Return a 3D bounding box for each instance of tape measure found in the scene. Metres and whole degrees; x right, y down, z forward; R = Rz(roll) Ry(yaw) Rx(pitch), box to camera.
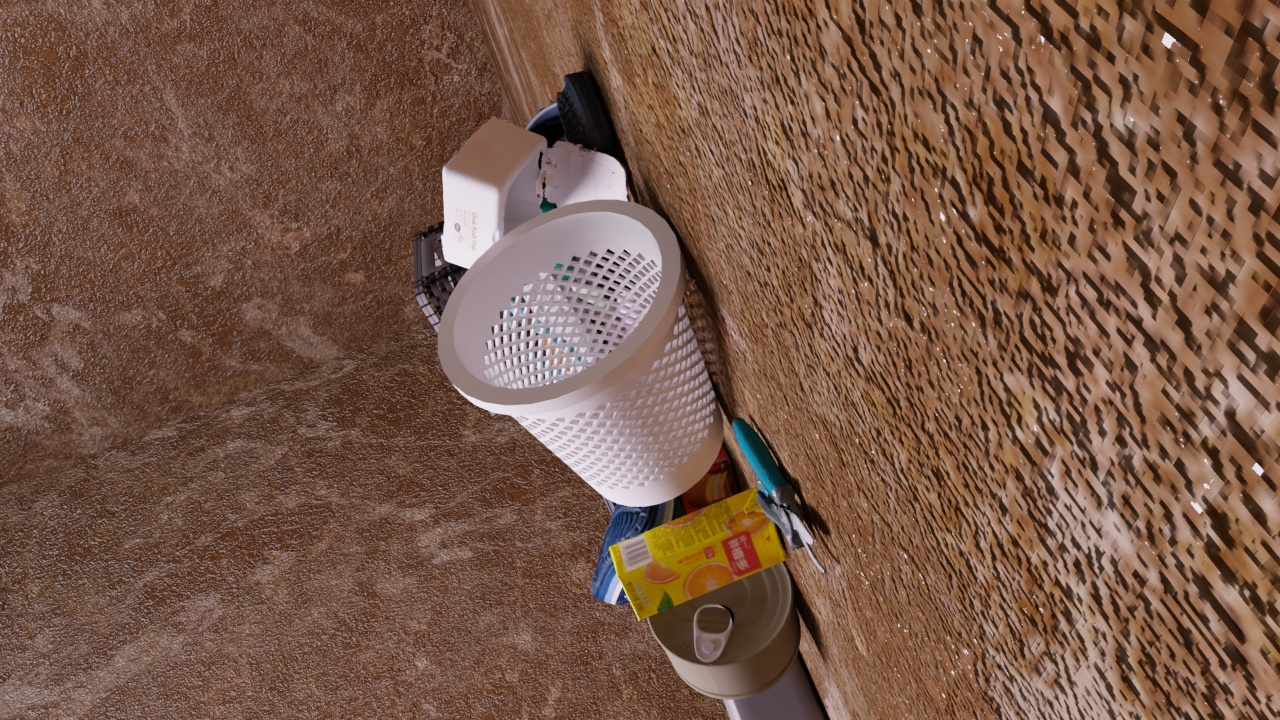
[{"bbox_3d":[-0.020,-0.092,0.795,0.042,0.072,0.072,59,143,40],"label":"tape measure"}]

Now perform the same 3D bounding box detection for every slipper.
[{"bbox_3d":[-0.077,-0.202,0.886,0.264,0.082,0.101,143,105,-85],"label":"slipper"},{"bbox_3d":[0.009,0.188,0.938,0.253,0.095,0.104,114,175,-60],"label":"slipper"},{"bbox_3d":[-0.070,-0.007,0.888,0.269,0.054,0.098,56,155,-2],"label":"slipper"}]

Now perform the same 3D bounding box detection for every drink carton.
[{"bbox_3d":[0.048,0.159,0.761,0.043,0.134,0.058,-112,0,-59],"label":"drink carton"}]

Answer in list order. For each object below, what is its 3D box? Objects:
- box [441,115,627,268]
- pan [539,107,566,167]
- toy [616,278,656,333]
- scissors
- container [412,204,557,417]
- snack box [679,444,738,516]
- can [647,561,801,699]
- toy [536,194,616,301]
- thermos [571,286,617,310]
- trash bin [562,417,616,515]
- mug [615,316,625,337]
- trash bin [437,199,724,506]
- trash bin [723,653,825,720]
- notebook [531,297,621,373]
[{"bbox_3d":[-0.081,-0.133,0.788,0.109,0.137,0.128,104,-168,-47],"label":"box"},{"bbox_3d":[-0.085,-0.240,1.225,0.356,0.021,0.199,-121,10,-71],"label":"pan"},{"bbox_3d":[-0.001,-0.066,0.871,0.063,0.047,0.110,153,106,-84],"label":"toy"},{"bbox_3d":[0.093,0.093,0.629,0.124,0.019,0.156,73,175,-59],"label":"scissors"},{"bbox_3d":[-0.180,-0.108,1.419,0.247,0.243,0.246,-113,-4,-57],"label":"container"},{"bbox_3d":[0.067,0.146,0.981,0.113,0.060,0.237,-115,5,-45],"label":"snack box"},{"bbox_3d":[0.075,0.225,0.811,0.073,0.128,0.127,69,177,-45],"label":"can"},{"bbox_3d":[-0.072,-0.111,0.931,0.193,0.131,0.072,72,-149,-71],"label":"toy"},{"bbox_3d":[-0.033,-0.053,1.152,0.082,0.082,0.231,74,174,-60],"label":"thermos"},{"bbox_3d":[-0.014,0.114,1.255,0.164,0.164,0.227,-139,24,-82],"label":"trash bin"},{"bbox_3d":[-0.006,0.006,1.022,0.090,0.105,0.073,125,166,-52],"label":"mug"},{"bbox_3d":[-0.026,0.011,0.740,0.200,0.195,0.195,58,-175,-46],"label":"trash bin"},{"bbox_3d":[0.156,0.415,0.999,0.192,0.097,0.219,78,171,-70],"label":"trash bin"},{"bbox_3d":[-0.043,0.040,0.979,0.178,0.014,0.249,27,141,49],"label":"notebook"}]
